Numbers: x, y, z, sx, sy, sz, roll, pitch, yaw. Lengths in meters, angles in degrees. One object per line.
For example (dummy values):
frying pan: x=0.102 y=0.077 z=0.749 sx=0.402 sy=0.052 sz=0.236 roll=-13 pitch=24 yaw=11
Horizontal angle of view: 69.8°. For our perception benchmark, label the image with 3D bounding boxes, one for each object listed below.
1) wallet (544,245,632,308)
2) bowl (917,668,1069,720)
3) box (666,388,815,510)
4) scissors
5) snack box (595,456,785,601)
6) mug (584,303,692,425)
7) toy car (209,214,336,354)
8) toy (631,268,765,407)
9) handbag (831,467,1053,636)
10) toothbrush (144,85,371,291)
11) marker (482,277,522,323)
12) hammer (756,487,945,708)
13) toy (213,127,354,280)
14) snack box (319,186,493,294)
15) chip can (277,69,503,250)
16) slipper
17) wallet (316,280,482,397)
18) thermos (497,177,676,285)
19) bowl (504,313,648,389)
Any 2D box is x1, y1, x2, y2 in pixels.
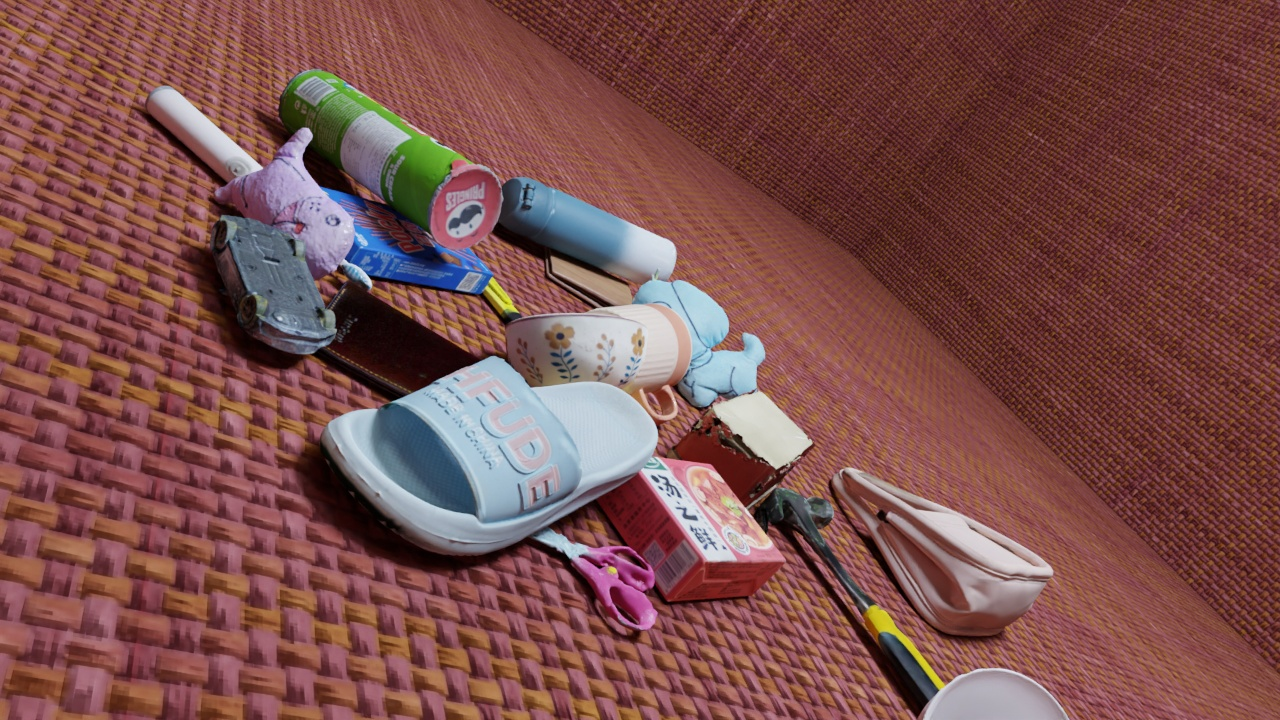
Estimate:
wallet: x=-0.057 y=-0.088 z=1.036 sx=0.115 sy=0.020 sz=0.101 roll=29 pitch=19 yaw=-20
bowl: x=0.228 y=0.271 z=0.624 sx=0.118 sy=0.118 sz=0.065 roll=39 pitch=-21 yaw=2
box: x=0.101 y=0.075 z=0.848 sx=0.091 sy=0.079 sz=0.168 roll=44 pitch=18 yaw=14
scissors: x=-0.041 y=0.116 z=0.582 sx=0.137 sy=0.017 sz=0.096 roll=37 pitch=19 yaw=7
snack box: x=0.030 y=0.113 z=0.674 sx=0.113 sy=0.044 sz=0.127 roll=14 pitch=30 yaw=-52
mug: x=-0.005 y=0.005 z=0.829 sx=0.105 sy=0.082 sz=0.114 roll=-8 pitch=75 yaw=-63
toy car: x=-0.230 y=-0.046 z=0.568 sx=0.054 sy=0.037 sz=0.120 roll=13 pitch=31 yaw=-48
toy: x=0.051 y=-0.025 z=0.973 sx=0.161 sy=0.050 sz=0.156 roll=-7 pitch=73 yaw=-12
handbag: x=0.305 y=0.188 z=0.993 sx=0.193 sy=0.093 sz=0.234 roll=17 pitch=20 yaw=-47
toothbrush: x=-0.280 y=-0.125 z=0.680 sx=0.221 sy=0.026 sz=0.026 roll=41 pitch=-4 yaw=6
marker: x=-0.105 y=-0.031 z=0.809 sx=0.124 sy=0.015 sz=0.018 roll=48 pitch=23 yaw=22
hammer: x=0.201 y=0.227 z=0.754 sx=0.126 sy=0.032 sz=0.323 roll=19 pitch=27 yaw=-46
toy: x=-0.238 y=-0.103 z=0.638 sx=0.108 sy=0.084 sz=0.039 roll=51 pitch=1 yaw=19
snack box: x=-0.201 y=-0.098 z=0.764 sx=0.084 sy=0.026 sz=0.157 roll=45 pitch=19 yaw=24
chip can: x=-0.218 y=-0.177 z=0.781 sx=0.236 sy=0.072 sz=0.072 roll=35 pitch=14 yaw=31
slipper: x=-0.070 y=0.046 z=0.553 sx=0.104 sy=0.074 sz=0.244 roll=46 pitch=31 yaw=24
wallet: x=-0.162 y=-0.003 z=0.628 sx=0.122 sy=0.020 sz=0.096 roll=31 pitch=20 yaw=-15
thermos: x=-0.061 y=-0.145 z=1.043 sx=0.220 sy=0.070 sz=0.070 roll=19 pitch=26 yaw=-34
bowl: x=-0.050 y=0.004 z=0.721 sx=0.113 sy=0.114 sz=0.062 roll=13 pitch=72 yaw=-53
